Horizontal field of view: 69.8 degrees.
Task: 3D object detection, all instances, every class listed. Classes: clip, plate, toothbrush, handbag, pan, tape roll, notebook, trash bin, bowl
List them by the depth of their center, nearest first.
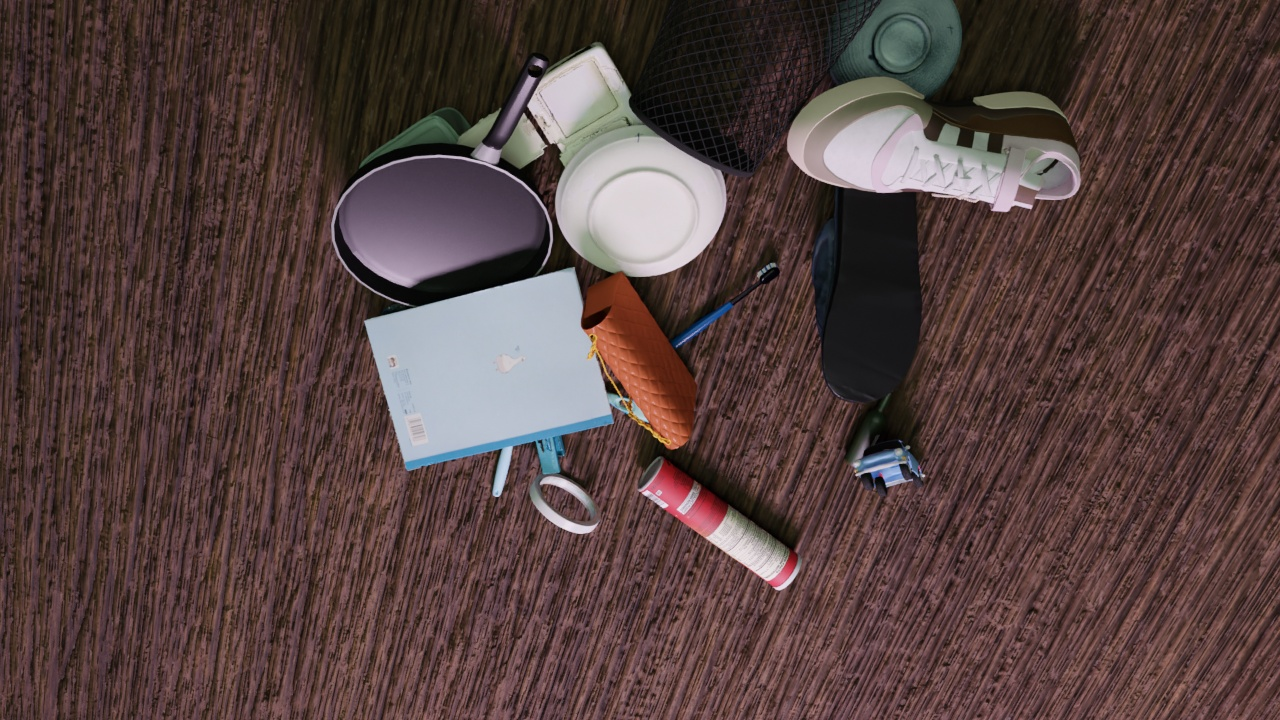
[{"bbox_3d":[0.101,-0.302,0.870,0.184,0.183,0.211,29,115,-6],"label":"trash bin"},{"bbox_3d":[0.255,-0.314,0.909,0.137,0.057,0.137,2,110,5],"label":"bowl"},{"bbox_3d":[-0.174,-0.174,0.925,0.225,0.034,0.358,14,138,-27],"label":"pan"},{"bbox_3d":[0.002,-0.157,0.966,0.182,0.034,0.183,-2,131,-3],"label":"plate"},{"bbox_3d":[-0.226,-0.201,0.988,0.122,0.067,0.106,-29,107,14],"label":"handbag"},{"bbox_3d":[-0.006,0.005,1.003,0.060,0.108,0.172,-25,117,19],"label":"handbag"},{"bbox_3d":[-0.172,0.013,1.032,0.254,0.009,0.181,-13,95,9],"label":"notebook"},{"bbox_3d":[0.088,-0.055,1.040,0.168,0.014,0.014,-36,137,19],"label":"toothbrush"},{"bbox_3d":[-0.116,0.074,1.063,0.030,0.120,0.130,-7,96,6],"label":"clip"},{"bbox_3d":[-0.026,0.048,1.087,0.135,0.017,0.022,24,107,-4],"label":"toothbrush"},{"bbox_3d":[-0.090,0.169,1.097,0.093,0.093,0.013,32,109,-7],"label":"tape roll"},{"bbox_3d":[-0.160,0.099,1.118,0.022,0.016,0.155,13,111,-7],"label":"toothbrush"}]

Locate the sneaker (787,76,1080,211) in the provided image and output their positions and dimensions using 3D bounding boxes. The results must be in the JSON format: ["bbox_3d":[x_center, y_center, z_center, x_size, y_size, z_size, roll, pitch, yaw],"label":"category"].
[{"bbox_3d":[0.289,-0.188,0.878,0.293,0.116,0.112,0,135,-15],"label":"sneaker"}]

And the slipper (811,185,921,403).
[{"bbox_3d":[0.235,-0.087,0.985,0.109,0.083,0.265,3,88,-14],"label":"slipper"}]

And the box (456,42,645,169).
[{"bbox_3d":[-0.082,-0.223,0.959,0.184,0.044,0.143,-30,114,9],"label":"box"}]

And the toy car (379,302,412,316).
[{"bbox_3d":[-0.267,-0.017,1.076,0.048,0.032,0.105,-24,92,13],"label":"toy car"}]

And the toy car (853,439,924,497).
[{"bbox_3d":[0.279,0.118,1.029,0.056,0.153,0.054,-19,70,20],"label":"toy car"}]

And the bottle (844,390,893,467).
[{"bbox_3d":[0.269,0.077,1.068,0.025,0.025,0.106,20,111,-3],"label":"bottle"}]

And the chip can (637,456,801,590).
[{"bbox_3d":[0.096,0.197,1.113,0.214,0.051,0.052,36,109,-8],"label":"chip can"}]
